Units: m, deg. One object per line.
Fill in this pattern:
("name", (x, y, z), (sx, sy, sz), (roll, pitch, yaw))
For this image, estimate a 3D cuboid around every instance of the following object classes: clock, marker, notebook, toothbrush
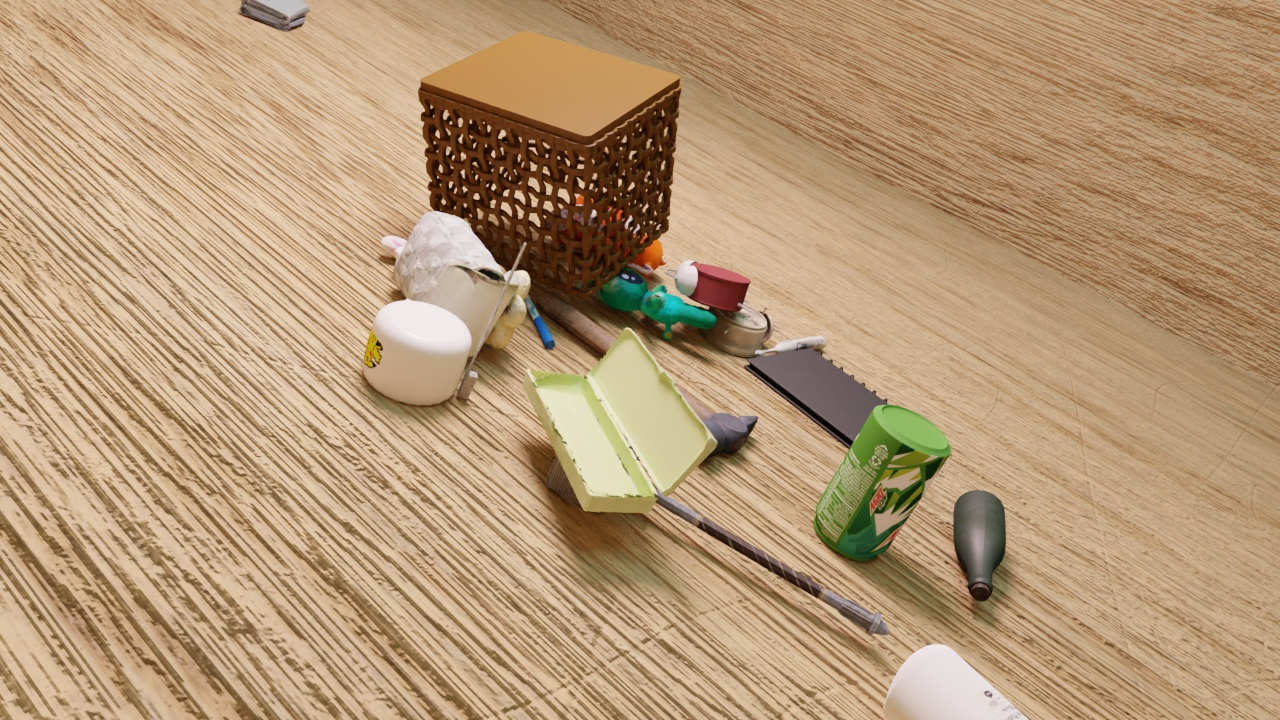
("clock", (0.093, -0.102, 1.237), (0.124, 0.044, 0.087), (16, 16, 0))
("marker", (-0.129, -0.056, 1.113), (0.013, 0.013, 0.141), (8, 29, -29))
("notebook", (0.271, 0.058, 1.224), (0.168, 0.019, 0.231), (-9, 40, -47))
("clock", (0.147, -0.050, 1.288), (0.140, 0.055, 0.093), (-1, 34, -38))
("toothbrush", (0.214, -0.019, 1.322), (0.024, 0.022, 0.185), (18, 16, 37))
("toothbrush", (-0.137, -0.034, 0.860), (0.010, 0.182, 0.010), (15, 31, -24))

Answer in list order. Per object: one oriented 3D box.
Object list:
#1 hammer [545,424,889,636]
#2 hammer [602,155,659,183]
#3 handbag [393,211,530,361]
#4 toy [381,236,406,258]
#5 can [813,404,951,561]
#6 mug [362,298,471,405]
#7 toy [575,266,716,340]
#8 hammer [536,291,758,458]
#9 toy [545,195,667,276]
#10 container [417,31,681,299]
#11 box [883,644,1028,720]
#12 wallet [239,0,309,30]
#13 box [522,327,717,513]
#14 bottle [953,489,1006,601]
("hammer", (0.075, 0.158, 0.825), (0.322, 0.044, 0.098), (29, 26, 12))
("hammer", (-0.089, -0.415, 1.839), (0.317, 0.028, 0.146), (25, 24, 5))
("handbag", (-0.192, -0.084, 1.003), (0.123, 0.113, 0.171), (13, 25, -41))
("toy", (-0.247, -0.123, 1.114), (0.125, 0.037, 0.076), (6, 26, -38))
("can", (0.237, 0.123, 0.915), (0.083, 0.144, 0.083), (19, 26, -10))
("mug", (-0.218, -0.015, 0.888), (0.094, 0.068, 0.115), (6, 30, -33))
("toy", (0.007, -0.076, 1.206), (0.193, 0.072, 0.130), (20, 6, 2))
("hammer", (-0.006, 0.006, 1.071), (0.322, 0.040, 0.129), (36, 24, 27))
("toy", (-0.044, -0.183, 1.342), (0.172, 0.093, 0.163), (28, 26, 6))
("container", (-0.111, -0.257, 1.172), (0.252, 0.215, 0.218), (23, 43, 22))
("box", (0.255, 0.293, 0.680), (0.081, 0.092, 0.160), (7, 22, -39))
("wallet", (-0.733, -0.706, 1.843), (0.100, 0.054, 0.131), (18, 31, -10))
("box", (-0.023, 0.056, 0.821), (0.133, 0.061, 0.188), (-27, 41, -9))
("bottle", (0.361, 0.200, 0.976), (0.055, 0.055, 0.173), (27, 27, 8))
